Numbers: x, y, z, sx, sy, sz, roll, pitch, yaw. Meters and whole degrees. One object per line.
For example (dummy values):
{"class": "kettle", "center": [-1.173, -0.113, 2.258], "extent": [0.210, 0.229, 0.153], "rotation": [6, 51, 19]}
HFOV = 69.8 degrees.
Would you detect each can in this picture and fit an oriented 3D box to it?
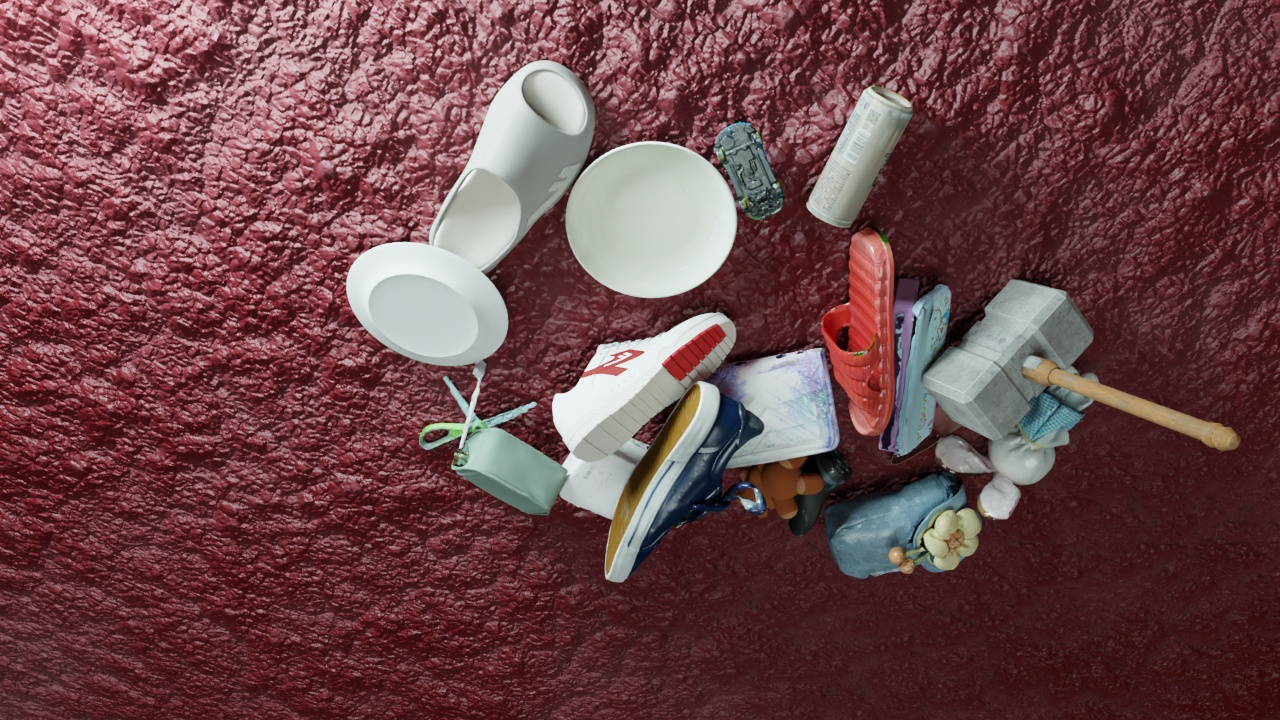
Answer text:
{"class": "can", "center": [0.222, -0.206, 0.933], "extent": [0.054, 0.054, 0.136], "rotation": [17, 123, -10]}

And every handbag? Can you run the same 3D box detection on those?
{"class": "handbag", "center": [-0.164, 0.138, 1.150], "extent": [0.122, 0.067, 0.106], "rotation": [33, 155, -20]}
{"class": "handbag", "center": [0.355, 0.093, 1.155], "extent": [0.055, 0.029, 0.120], "rotation": [29, 126, -12]}
{"class": "handbag", "center": [0.341, 0.226, 1.189], "extent": [0.192, 0.118, 0.122], "rotation": [-16, 123, 6]}
{"class": "handbag", "center": [0.153, 0.053, 1.111], "extent": [0.159, 0.069, 0.126], "rotation": [-10, 111, 8]}

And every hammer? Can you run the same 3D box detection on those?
{"class": "hammer", "center": [0.444, 0.028, 0.907], "extent": [0.162, 0.318, 0.083], "rotation": [-47, 115, -2]}

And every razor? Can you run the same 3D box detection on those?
{"class": "razor", "center": [0.231, 0.174, 1.199], "extent": [0.063, 0.053, 0.141], "rotation": [6, 127, -10]}

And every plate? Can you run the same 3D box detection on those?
{"class": "plate", "center": [-0.246, -0.055, 1.050], "extent": [0.188, 0.016, 0.189], "rotation": [6, 136, 6]}
{"class": "plate", "center": [0.012, -0.154, 0.988], "extent": [0.182, 0.034, 0.183], "rotation": [1, 125, 1]}

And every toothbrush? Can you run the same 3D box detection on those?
{"class": "toothbrush", "center": [-0.193, 0.046, 1.044], "extent": [0.010, 0.181, 0.010], "rotation": [-37, 113, 18]}

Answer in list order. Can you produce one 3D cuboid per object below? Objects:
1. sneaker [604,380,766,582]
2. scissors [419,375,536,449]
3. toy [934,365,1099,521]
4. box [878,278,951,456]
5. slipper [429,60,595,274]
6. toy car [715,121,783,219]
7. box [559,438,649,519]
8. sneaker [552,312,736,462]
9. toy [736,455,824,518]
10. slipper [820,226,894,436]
{"class": "sneaker", "center": [0.055, 0.166, 1.091], "extent": [0.127, 0.120, 0.295], "rotation": [24, 117, -15]}
{"class": "scissors", "center": [-0.205, 0.085, 1.175], "extent": [0.172, 0.021, 0.172], "rotation": [-19, 118, 18]}
{"class": "toy", "center": [0.476, 0.089, 1.122], "extent": [0.105, 0.131, 0.206], "rotation": [13, 121, -45]}
{"class": "box", "center": [0.310, 0.011, 1.060], "extent": [0.065, 0.077, 0.214], "rotation": [16, 129, 27]}
{"class": "slipper", "center": [-0.142, -0.178, 0.949], "extent": [0.113, 0.080, 0.267], "rotation": [33, 120, -16]}
{"class": "toy car", "center": [0.114, -0.198, 0.954], "extent": [0.048, 0.032, 0.105], "rotation": [-22, 116, 17]}
{"class": "box", "center": [-0.041, 0.136, 1.191], "extent": [0.107, 0.091, 0.103], "rotation": [26, 115, -22]}
{"class": "sneaker", "center": [-0.006, 0.007, 1.072], "extent": [0.236, 0.104, 0.090], "rotation": [-41, 148, 4]}
{"class": "toy", "center": [0.170, 0.159, 1.172], "extent": [0.065, 0.095, 0.128], "rotation": [-14, 163, -31]}
{"class": "slipper", "center": [0.240, -0.027, 1.028], "extent": [0.059, 0.103, 0.249], "rotation": [-10, 118, -8]}
